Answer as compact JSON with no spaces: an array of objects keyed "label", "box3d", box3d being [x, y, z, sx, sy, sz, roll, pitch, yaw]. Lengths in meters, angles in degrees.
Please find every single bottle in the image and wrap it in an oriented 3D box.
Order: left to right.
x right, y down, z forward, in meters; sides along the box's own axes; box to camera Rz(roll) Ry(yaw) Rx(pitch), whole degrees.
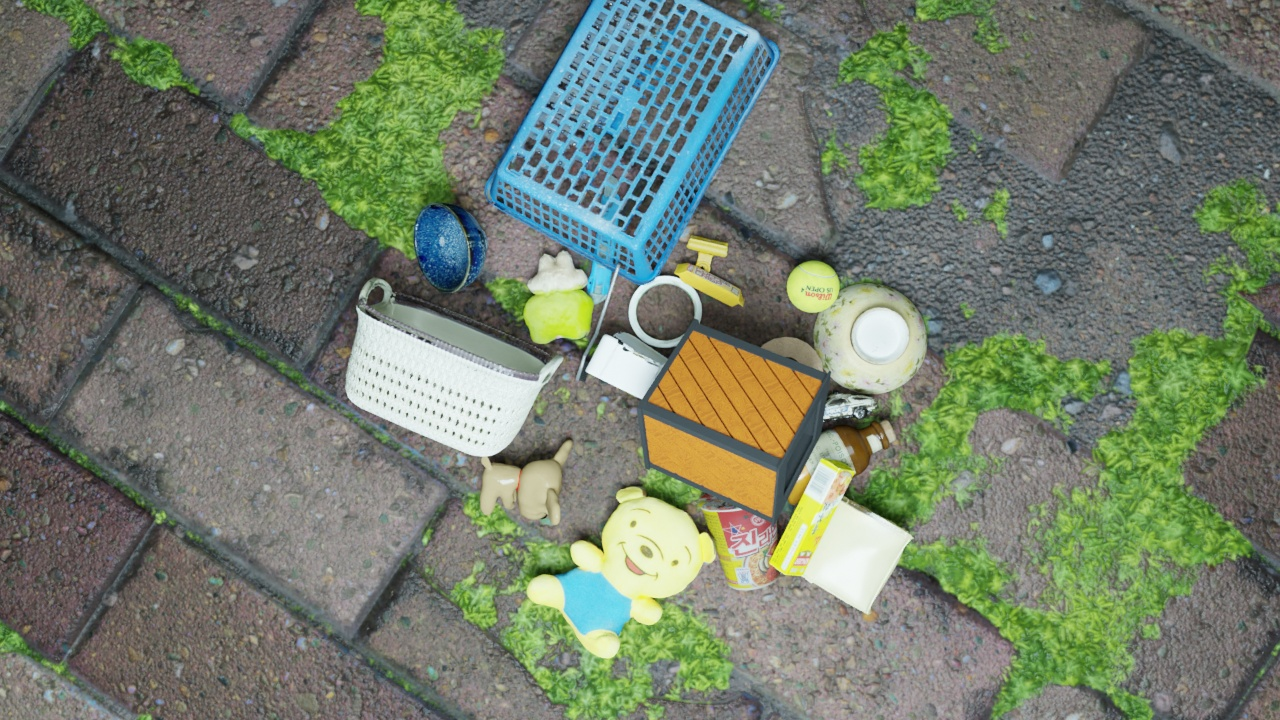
[{"label":"bottle","box3d":[0.245,0.120,1.153,0.157,0.068,0.068,-25,88,2]}]

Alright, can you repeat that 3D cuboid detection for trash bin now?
[{"label":"trash bin","box3d":[0.109,0.073,1.076,0.172,0.140,0.139,23,60,20]}]

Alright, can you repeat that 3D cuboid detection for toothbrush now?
[{"label":"toothbrush","box3d":[-0.053,-0.047,1.170,0.013,0.012,0.167,18,110,-4]}]

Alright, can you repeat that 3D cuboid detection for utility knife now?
[{"label":"utility knife","box3d":[-0.047,-0.157,1.197,0.031,0.015,0.174,7,88,-1]}]

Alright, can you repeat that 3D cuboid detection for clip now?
[{"label":"clip","box3d":[0.085,-0.137,1.186,0.054,0.048,0.046,14,64,1]}]

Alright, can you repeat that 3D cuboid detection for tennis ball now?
[{"label":"tennis ball","box3d":[0.218,-0.093,1.159,0.065,0.065,0.065,0,89,2]}]

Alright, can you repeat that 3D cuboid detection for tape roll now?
[{"label":"tape roll","box3d":[0.032,-0.063,1.190,0.094,0.018,0.094,0,89,2]},{"label":"tape roll","box3d":[0.185,0.017,1.177,0.094,0.027,0.094,0,89,2]}]

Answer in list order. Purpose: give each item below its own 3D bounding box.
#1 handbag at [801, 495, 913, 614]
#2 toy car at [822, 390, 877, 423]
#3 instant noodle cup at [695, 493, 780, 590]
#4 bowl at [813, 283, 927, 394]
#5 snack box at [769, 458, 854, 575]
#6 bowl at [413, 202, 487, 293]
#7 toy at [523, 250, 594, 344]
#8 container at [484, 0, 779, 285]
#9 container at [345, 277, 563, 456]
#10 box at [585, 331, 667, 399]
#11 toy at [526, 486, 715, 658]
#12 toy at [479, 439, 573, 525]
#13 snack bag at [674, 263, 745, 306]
[{"label":"handbag","box3d":[0.265,0.236,1.147,0.111,0.081,0.119,29,92,10]},{"label":"toy car","box3d":[0.241,0.060,1.163,0.113,0.048,0.040,-11,89,2]},{"label":"instant noodle cup","box3d":[0.133,0.221,1.146,0.100,0.100,0.112,-13,96,2]},{"label":"bowl","box3d":[0.296,-0.030,1.156,0.145,0.063,0.145,0,88,2]},{"label":"snack box","box3d":[0.207,0.189,1.105,0.029,0.040,0.148,33,103,42]},{"label":"bowl","box3d":[-0.233,-0.148,1.174,0.114,0.060,0.114,17,116,38]},{"label":"toy","box3d":[-0.107,-0.082,1.184,0.092,0.043,0.117,-7,85,7]},{"label":"container","box3d":[-0.014,-0.309,1.153,0.257,0.089,0.362,29,88,4]},{"label":"container","box3d":[-0.236,0.012,1.124,0.251,0.184,0.143,23,98,2]},{"label":"box","box3d":[-0.002,-0.004,1.149,0.107,0.102,0.095,24,88,3]},{"label":"toy","box3d":[-0.019,0.261,1.154,0.149,0.084,0.214,44,89,3]},{"label":"toy","box3d":[-0.146,0.158,1.159,0.108,0.133,0.106,4,131,2]},{"label":"snack bag","box3d":[0.091,-0.098,1.180,0.099,0.026,0.020,27,125,-4]}]
